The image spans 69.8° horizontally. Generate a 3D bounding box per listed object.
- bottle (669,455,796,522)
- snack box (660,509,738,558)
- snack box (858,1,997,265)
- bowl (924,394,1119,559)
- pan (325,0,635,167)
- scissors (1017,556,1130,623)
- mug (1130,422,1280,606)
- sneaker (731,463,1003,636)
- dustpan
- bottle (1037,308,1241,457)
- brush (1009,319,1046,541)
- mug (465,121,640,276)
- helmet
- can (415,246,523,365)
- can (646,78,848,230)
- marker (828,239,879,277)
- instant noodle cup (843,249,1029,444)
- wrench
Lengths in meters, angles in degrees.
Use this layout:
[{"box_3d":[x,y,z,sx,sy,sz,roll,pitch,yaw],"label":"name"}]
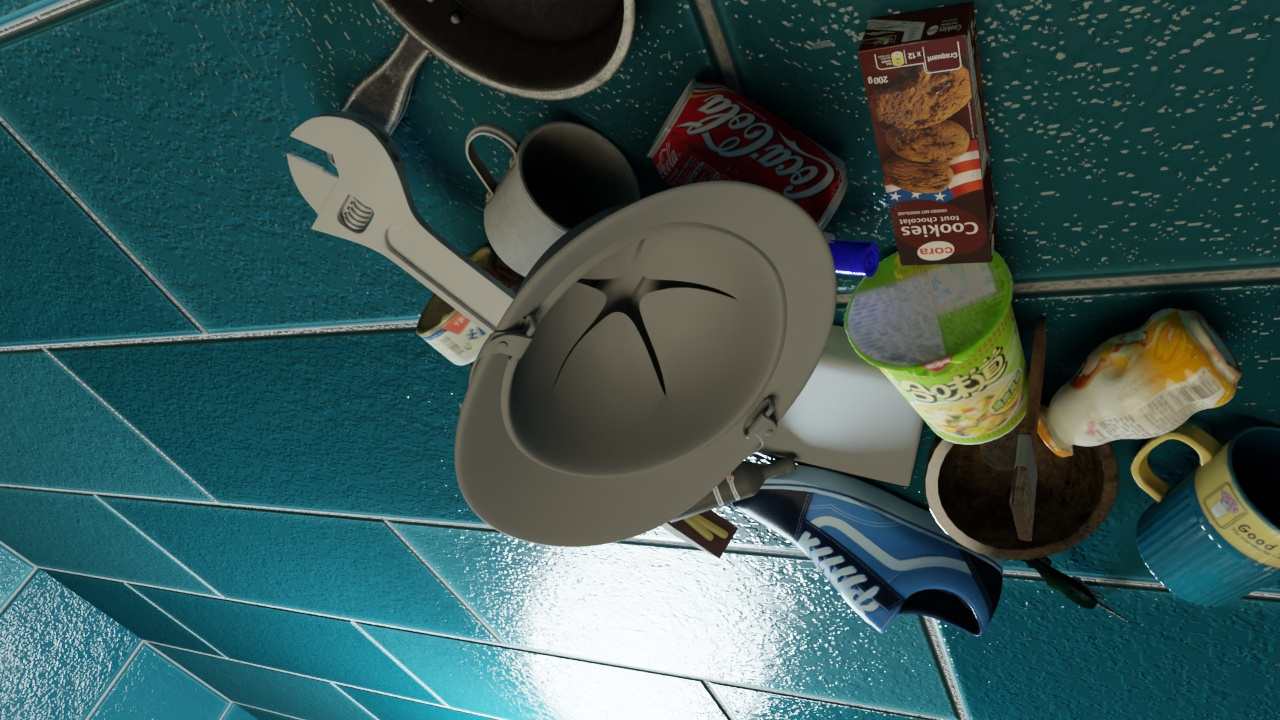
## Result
[{"box_3d":[0.074,0.102,0.758,0.113,0.030,0.030,-20,131,7],"label":"bottle"},{"box_3d":[-0.011,0.107,0.824,0.186,0.031,0.101,36,169,-15],"label":"snack box"},{"box_3d":[0.159,-0.116,0.496,0.051,0.031,0.141,1,137,28],"label":"snack box"},{"box_3d":[0.259,0.072,0.638,0.121,0.056,0.121,5,114,10],"label":"bowl"},{"box_3d":[-0.127,-0.196,0.543,0.187,0.055,0.358,38,153,-18],"label":"pan"},{"box_3d":[0.314,0.157,0.730,0.209,0.015,0.147,29,-172,-44],"label":"scissors"},{"box_3d":[0.379,0.093,0.601,0.113,0.083,0.107,45,152,21],"label":"mug"},{"box_3d":[0.181,0.163,0.765,0.241,0.098,0.084,20,146,7],"label":"sneaker"},{"box_3d":[0.126,0.004,0.664,0.163,0.033,0.258,12,150,17],"label":"dustpan"},{"box_3d":[0.289,0.018,0.545,0.063,0.063,0.109,39,126,-19],"label":"bottle"},{"box_3d":[0.232,0.032,0.543,0.008,0.142,0.045,1,146,30],"label":"brush"},{"box_3d":[-0.064,-0.106,0.585,0.113,0.084,0.071,26,147,-18],"label":"mug"},{"box_3d":[-0.009,-0.015,0.546,0.183,0.117,0.272,19,124,-26],"label":"helmet"},{"box_3d":[-0.128,-0.041,0.700,0.086,0.086,0.043,-21,126,44],"label":"can"},{"box_3d":[0.061,-0.112,0.528,0.105,0.064,0.064,31,143,-8],"label":"can"},{"box_3d":[0.082,-0.068,0.576,0.142,0.020,0.020,11,144,43],"label":"marker"},{"box_3d":[0.193,-0.005,0.569,0.099,0.098,0.108,-7,142,35],"label":"instant noodle cup"},{"box_3d":[-0.123,-0.066,0.628,0.273,0.018,0.087,37,118,-7],"label":"wrench"}]
